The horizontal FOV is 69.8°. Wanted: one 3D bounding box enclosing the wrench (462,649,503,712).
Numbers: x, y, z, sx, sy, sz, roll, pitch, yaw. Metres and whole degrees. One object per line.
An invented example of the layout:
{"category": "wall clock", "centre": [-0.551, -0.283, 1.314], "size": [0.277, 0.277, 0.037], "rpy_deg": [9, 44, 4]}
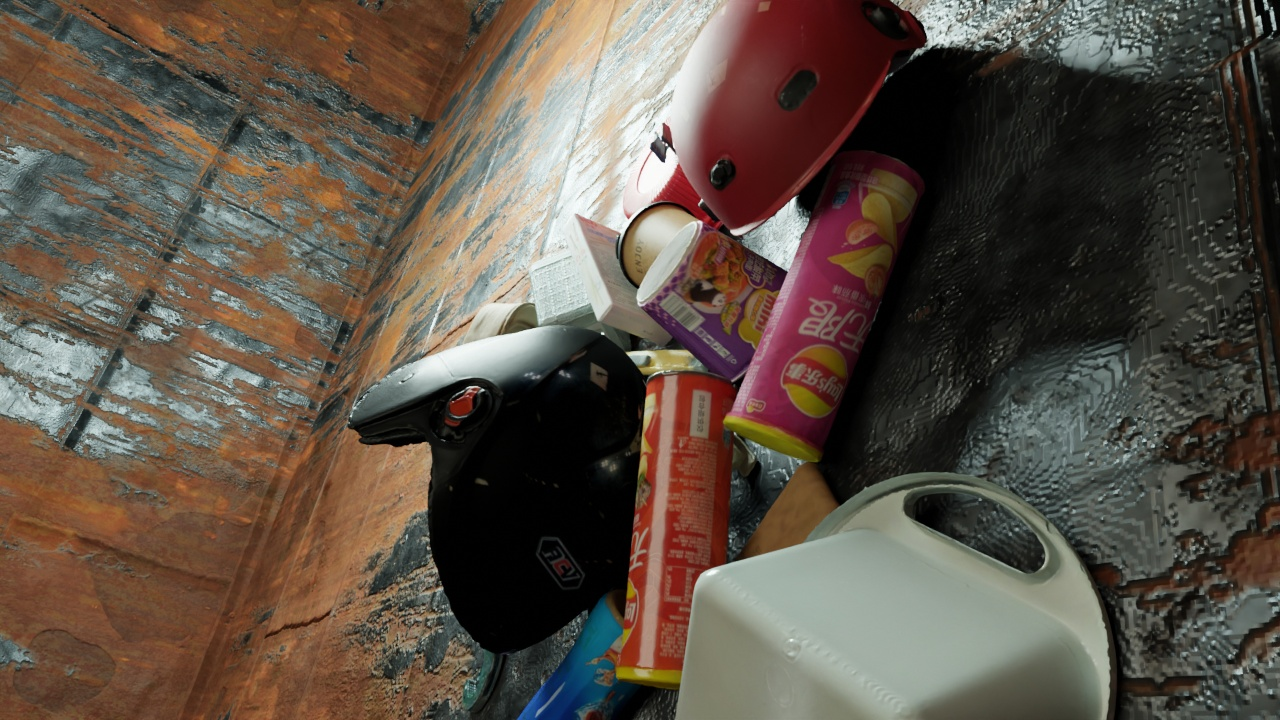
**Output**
{"category": "wrench", "centre": [-0.135, 0.230, 0.967], "size": [0.056, 0.016, 0.272], "rpy_deg": [-20, 49, 56]}

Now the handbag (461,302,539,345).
{"category": "handbag", "centre": [-0.146, 0.039, 1.041], "size": [0.100, 0.147, 0.204], "rpy_deg": [4, 67, 32]}

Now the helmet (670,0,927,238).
{"category": "helmet", "centre": [0.100, -0.209, 0.708], "size": [0.208, 0.144, 0.239], "rpy_deg": [-47, 3, 33]}

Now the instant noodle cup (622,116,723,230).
{"category": "instant noodle cup", "centre": [0.042, -0.198, 0.981], "size": [0.194, 0.066, 0.193], "rpy_deg": [-45, 29, 34]}

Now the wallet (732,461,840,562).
{"category": "wallet", "centre": [0.097, 0.138, 0.596], "size": [0.115, 0.020, 0.101], "rpy_deg": [-57, 24, 19]}

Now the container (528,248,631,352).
{"category": "container", "centre": [-0.064, -0.054, 0.995], "size": [0.090, 0.090, 0.111], "rpy_deg": [-21, 39, 7]}

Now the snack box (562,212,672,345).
{"category": "snack box", "centre": [-0.022, -0.084, 0.935], "size": [0.027, 0.084, 0.156], "rpy_deg": [-51, 40, 26]}

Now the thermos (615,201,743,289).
{"category": "thermos", "centre": [0.042, -0.095, 0.860], "size": [0.093, 0.093, 0.143], "rpy_deg": [-62, 32, 4]}

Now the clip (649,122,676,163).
{"category": "clip", "centre": [0.024, -0.224, 0.936], "size": [0.039, 0.026, 0.058], "rpy_deg": [-38, 25, 23]}

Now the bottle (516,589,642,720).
{"category": "bottle", "centre": [-0.056, 0.275, 0.706], "size": [0.219, 0.065, 0.065], "rpy_deg": [-56, 25, 15]}

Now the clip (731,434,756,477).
{"category": "clip", "centre": [0.065, 0.055, 0.740], "size": [0.103, 0.092, 0.035], "rpy_deg": [41, 104, 29]}

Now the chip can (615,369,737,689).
{"category": "chip can", "centre": [0.028, 0.117, 0.646], "size": [0.073, 0.073, 0.216], "rpy_deg": [-25, 54, 54]}

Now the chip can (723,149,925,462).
{"category": "chip can", "centre": [0.130, -0.038, 0.641], "size": [0.071, 0.071, 0.210], "rpy_deg": [6, 71, 64]}

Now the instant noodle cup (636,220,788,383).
{"category": "instant noodle cup", "centre": [0.059, -0.052, 0.739], "size": [0.112, 0.099, 0.111], "rpy_deg": [-51, 13, 16]}

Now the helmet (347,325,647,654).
{"category": "helmet", "centre": [-0.088, 0.095, 0.749], "size": [0.230, 0.233, 0.274], "rpy_deg": [-22, 33, 4]}

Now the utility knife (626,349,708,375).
{"category": "utility knife", "centre": [-0.005, 0.005, 0.887], "size": [0.197, 0.020, 0.030], "rpy_deg": [-6, 49, 49]}

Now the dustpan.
{"category": "dustpan", "centre": [0.122, 0.194, 0.470], "size": [0.223, 0.142, 0.258], "rpy_deg": [24, 116, 58]}
